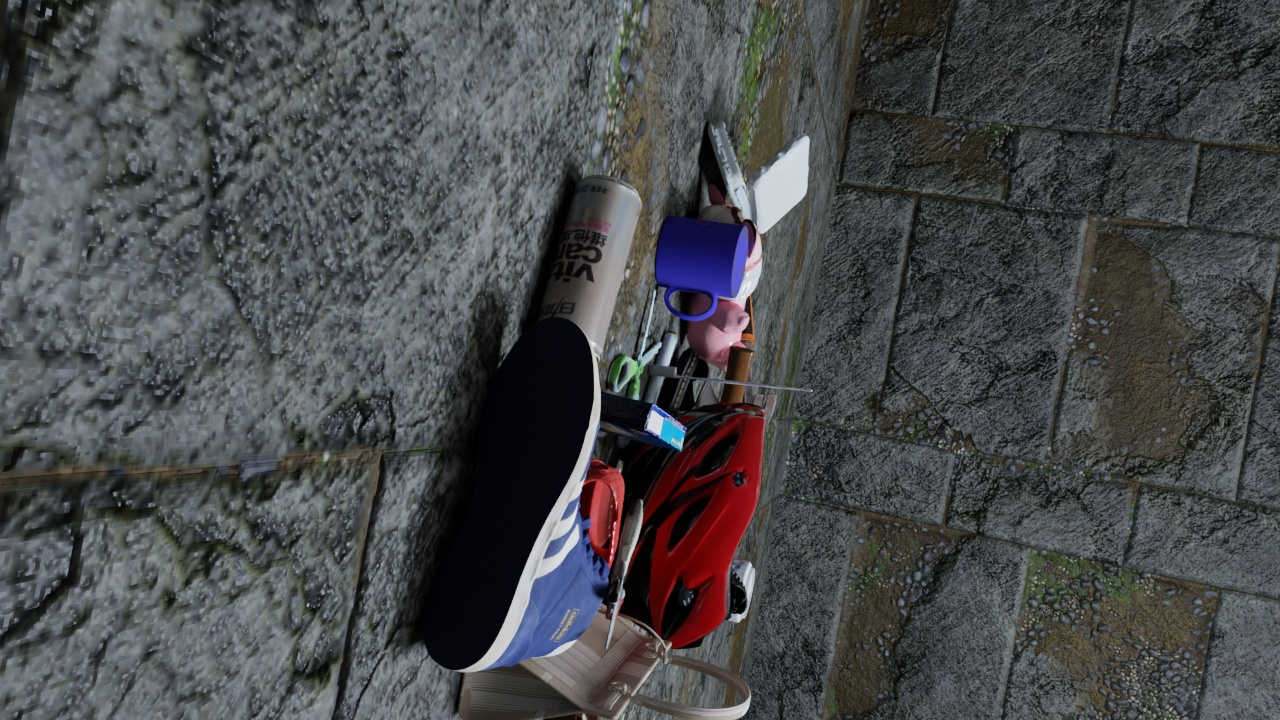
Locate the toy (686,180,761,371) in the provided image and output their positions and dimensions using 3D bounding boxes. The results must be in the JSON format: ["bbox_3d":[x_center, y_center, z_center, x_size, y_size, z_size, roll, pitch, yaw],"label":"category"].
[{"bbox_3d":[0.101,-0.099,1.119,0.141,0.084,0.214,-101,-168,-51],"label":"toy"}]

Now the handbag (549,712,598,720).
[{"bbox_3d":[-0.063,0.390,0.932,0.167,0.063,0.138,76,11,-49],"label":"handbag"}]

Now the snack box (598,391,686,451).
[{"bbox_3d":[-0.012,0.053,0.820,0.150,0.082,0.027,42,61,-73],"label":"snack box"}]

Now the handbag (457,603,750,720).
[{"bbox_3d":[-0.013,0.245,0.720,0.175,0.198,0.062,-2,102,-75],"label":"handbag"}]

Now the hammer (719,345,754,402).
[{"bbox_3d":[0.088,0.141,1.102,0.033,0.115,0.323,-32,134,-71],"label":"hammer"}]

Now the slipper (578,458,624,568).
[{"bbox_3d":[-0.049,0.146,0.793,0.248,0.059,0.103,-7,107,-73],"label":"slipper"}]

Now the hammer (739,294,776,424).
[{"bbox_3d":[0.140,-0.050,1.234,0.138,0.035,0.313,112,-22,-67],"label":"hammer"}]

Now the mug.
[{"bbox_3d":[0.064,-0.097,0.995,0.079,0.083,0.111,40,61,-73],"label":"mug"}]

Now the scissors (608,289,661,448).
[{"bbox_3d":[-0.005,0.012,0.961,0.171,0.023,0.168,-37,130,-65],"label":"scissors"}]

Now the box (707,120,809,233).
[{"bbox_3d":[0.169,-0.236,1.160,0.215,0.125,0.106,27,49,-75],"label":"box"}]

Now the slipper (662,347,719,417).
[{"bbox_3d":[0.075,0.091,1.178,0.268,0.076,0.112,83,22,-48],"label":"slipper"}]

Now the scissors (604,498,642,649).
[{"bbox_3d":[-0.016,0.172,0.734,0.188,0.015,0.178,102,2,-49],"label":"scissors"}]

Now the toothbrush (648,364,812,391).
[{"bbox_3d":[0.098,0.019,1.011,0.010,0.181,0.010,-48,143,-72],"label":"toothbrush"}]

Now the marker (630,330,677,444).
[{"bbox_3d":[0.017,0.029,1.035,0.017,0.017,0.146,76,28,-57],"label":"marker"}]

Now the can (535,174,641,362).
[{"bbox_3d":[-0.039,-0.069,0.690,0.054,0.054,0.135,58,45,-68],"label":"can"}]

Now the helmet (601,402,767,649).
[{"bbox_3d":[0.056,0.165,0.970,0.218,0.167,0.271,100,11,-76],"label":"helmet"}]

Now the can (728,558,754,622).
[{"bbox_3d":[0.074,0.285,1.188,0.078,0.136,0.078,11,89,-75],"label":"can"}]

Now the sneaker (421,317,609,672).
[{"bbox_3d":[-0.056,0.100,0.632,0.118,0.091,0.232,35,67,-56],"label":"sneaker"}]
